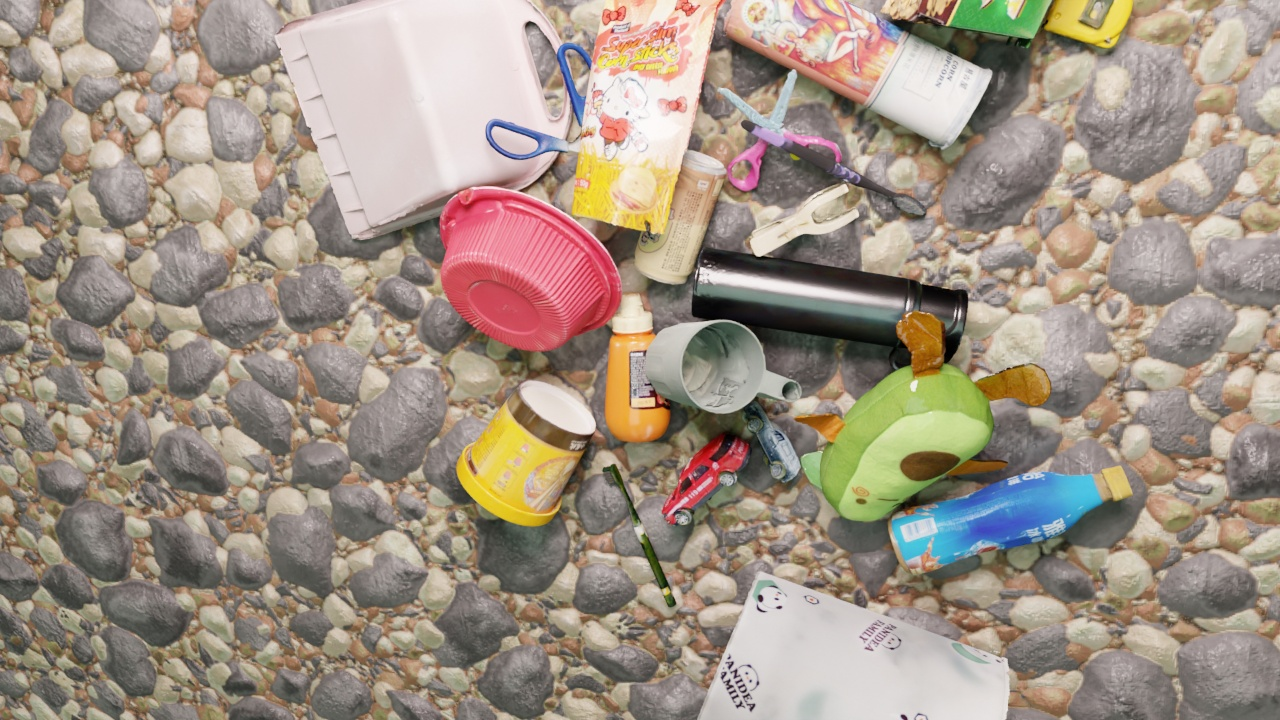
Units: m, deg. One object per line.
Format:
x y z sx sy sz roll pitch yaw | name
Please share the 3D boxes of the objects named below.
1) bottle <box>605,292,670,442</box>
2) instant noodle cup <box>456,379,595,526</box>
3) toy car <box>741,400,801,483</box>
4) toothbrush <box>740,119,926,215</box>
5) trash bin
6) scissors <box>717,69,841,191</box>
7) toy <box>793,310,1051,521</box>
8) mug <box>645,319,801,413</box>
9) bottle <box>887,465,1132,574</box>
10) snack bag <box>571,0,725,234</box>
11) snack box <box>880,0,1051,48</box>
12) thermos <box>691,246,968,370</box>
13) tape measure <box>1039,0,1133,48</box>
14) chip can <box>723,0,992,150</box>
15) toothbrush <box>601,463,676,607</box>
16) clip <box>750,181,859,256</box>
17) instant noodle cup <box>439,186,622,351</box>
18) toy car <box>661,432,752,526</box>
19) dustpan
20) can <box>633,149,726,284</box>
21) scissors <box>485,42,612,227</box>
-0.005 0.005 0.926 0.067 0.066 0.149 0 103 15 | bottle
-0.115 0.092 0.961 0.118 0.118 0.115 33 107 1 | instant noodle cup
0.131 0.081 0.927 0.034 0.043 0.090 -28 102 7 | toy car
0.173 -0.169 0.812 0.189 0.016 0.014 24 122 -9 | toothbrush
0.200 0.349 0.923 0.252 0.229 0.230 22 115 12 | trash bin
0.115 -0.198 0.816 0.133 0.017 0.134 31 136 -24 | scissors
0.248 0.070 0.851 0.227 0.089 0.247 18 133 -13 | toy
0.075 0.011 0.868 0.124 0.103 0.083 20 85 -19 | mug
0.352 0.148 0.883 0.219 0.065 0.065 -22 104 20 | bottle
-0.002 -0.220 0.803 0.129 0.073 0.208 20 104 36 | snack bag
0.264 -0.309 0.710 0.105 0.118 0.118 16 115 -5 | snack box
0.171 -0.044 0.853 0.243 0.068 0.090 11 116 10 | thermos
0.360 -0.281 0.732 0.060 0.028 0.057 21 114 6 | tape measure
0.178 -0.257 0.767 0.215 0.071 0.071 28 115 4 | chip can
0.000 0.197 1.024 0.017 0.012 0.186 -16 106 26 | toothbrush
0.148 -0.127 0.841 0.100 0.070 0.034 -22 104 17 | clip
-0.116 -0.072 0.870 0.194 0.065 0.194 17 148 11 | instant noodle cup
0.065 0.123 0.957 0.045 0.052 0.121 41 112 -2 | toy car
-0.204 -0.250 0.906 0.274 0.138 0.223 4 116 43 | dustpan
0.036 -0.135 0.859 0.058 0.058 0.116 21 114 6 | can
-0.061 -0.207 0.849 0.162 0.012 0.176 -9 98 -16 | scissors
